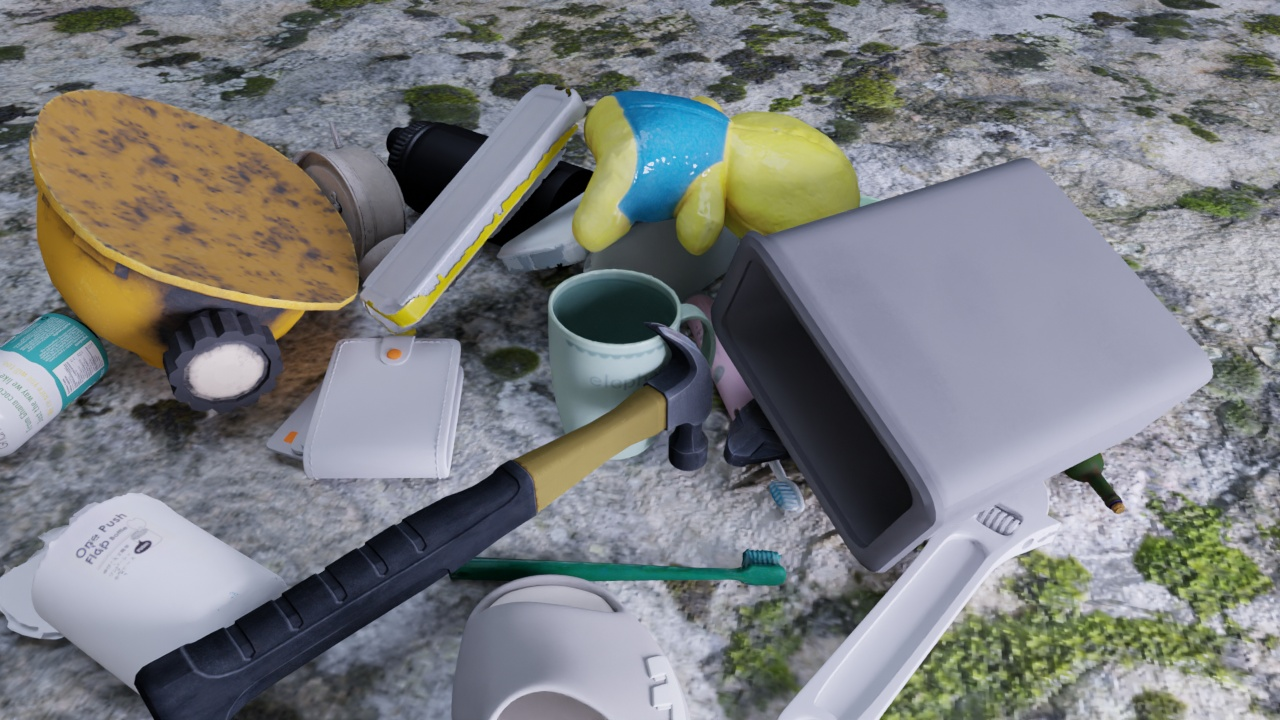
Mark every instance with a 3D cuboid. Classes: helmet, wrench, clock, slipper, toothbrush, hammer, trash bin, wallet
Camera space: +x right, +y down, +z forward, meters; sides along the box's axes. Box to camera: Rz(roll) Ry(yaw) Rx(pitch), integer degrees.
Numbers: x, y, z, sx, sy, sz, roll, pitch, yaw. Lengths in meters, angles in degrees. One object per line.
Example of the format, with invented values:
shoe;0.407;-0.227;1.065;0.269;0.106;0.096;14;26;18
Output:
helmet;-0.321;-0.067;0.642;0.205;0.132;0.255;9;33;-45
wrench;0.172;0.035;0.618;0.272;0.022;0.073;-13;49;-27
clock;-0.222;-0.109;0.746;0.061;0.104;0.157;-28;72;-43
slipper;-0.026;0.180;0.382;0.113;0.081;0.265;-6;38;-7
toothbrush;0.069;0.022;0.637;0.026;0.027;0.222;9;34;-22
hammer;-0.082;0.078;0.470;0.332;0.118;0.025;-29;45;-33
trash bin;0.187;-0.009;0.552;0.219;0.098;0.191;-19;64;-23
wallet;-0.180;0.030;0.605;0.115;0.038;0.118;0;41;-4
wrench;0.153;0.126;0.517;0.087;0.018;0.272;31;47;32
toothbrush;-0.013;0.116;0.519;0.190;0.016;0.017;1;40;-2

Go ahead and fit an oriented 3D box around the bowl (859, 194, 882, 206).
bowl;0.152;-0.061;0.706;0.151;0.077;0.150;1;42;-1

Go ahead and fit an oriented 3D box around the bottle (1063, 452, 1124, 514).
bottle;0.285;0.060;0.603;0.025;0.025;0.106;-4;38;-9

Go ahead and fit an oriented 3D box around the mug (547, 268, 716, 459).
mug;-0.004;0.003;0.593;0.111;0.104;0.084;-13;40;-19

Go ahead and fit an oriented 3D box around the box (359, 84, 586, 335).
box;-0.120;-0.109;0.664;0.057;0.117;0.209;38;78;-7

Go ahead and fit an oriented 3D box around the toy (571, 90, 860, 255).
toy;0.063;-0.131;0.646;0.214;0.084;0.148;9;50;-12

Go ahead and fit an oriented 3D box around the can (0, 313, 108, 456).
can;-0.399;0.016;0.592;0.055;0.055;0.101;10;38;10

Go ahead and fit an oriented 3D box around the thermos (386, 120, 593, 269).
thermos;-0.138;-0.152;0.802;0.199;0.086;0.085;23;42;24

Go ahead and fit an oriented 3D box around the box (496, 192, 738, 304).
box;0.003;-0.080;0.725;0.106;0.127;0.214;-7;26;44

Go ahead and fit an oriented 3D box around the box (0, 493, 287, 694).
box;-0.259;0.113;0.459;0.166;0.093;0.083;27;46;16
